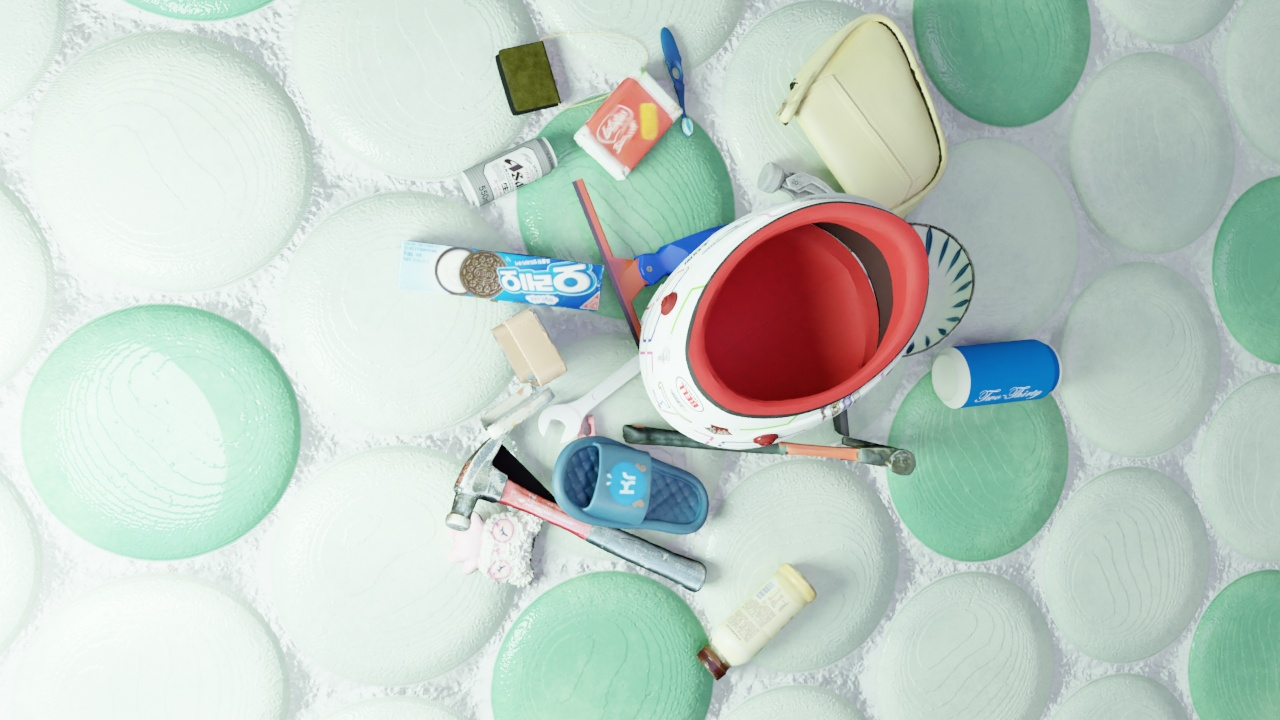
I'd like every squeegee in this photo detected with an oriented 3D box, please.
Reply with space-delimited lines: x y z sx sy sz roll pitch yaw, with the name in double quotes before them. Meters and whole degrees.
"squeegee" 0.050 -0.125 1.087 0.184 0.055 0.249 -24 97 -23

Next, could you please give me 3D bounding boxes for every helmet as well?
"helmet" 0.146 -0.041 0.987 0.314 0.236 0.231 -36 92 5

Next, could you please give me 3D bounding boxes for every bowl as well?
"bowl" 0.328 -0.076 1.133 0.071 0.177 0.177 32 82 -53

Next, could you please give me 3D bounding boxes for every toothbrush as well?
"toothbrush" 0.044 -0.334 1.098 0.021 0.016 0.132 -15 96 -17

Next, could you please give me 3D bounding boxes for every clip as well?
"clip" -0.069 0.093 1.082 0.037 0.022 0.058 -2 86 -10

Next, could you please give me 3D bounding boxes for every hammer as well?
"hammer" -0.059 0.186 1.066 0.326 0.036 0.140 28 60 -20
"hammer" 0.166 -0.074 1.130 0.126 0.036 0.315 18 88 -16
"hammer" 0.144 0.101 1.095 0.333 0.133 0.033 6 91 -6

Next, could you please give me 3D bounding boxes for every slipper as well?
"slipper" -0.004 0.144 1.058 0.213 0.059 0.103 17 62 -29

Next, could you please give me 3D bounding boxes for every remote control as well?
"remote control" 0.245 0.034 1.148 0.010 0.039 0.125 -10 95 -10

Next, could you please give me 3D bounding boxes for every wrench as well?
"wrench" -0.006 0.006 1.089 0.273 0.009 0.047 -38 84 -13

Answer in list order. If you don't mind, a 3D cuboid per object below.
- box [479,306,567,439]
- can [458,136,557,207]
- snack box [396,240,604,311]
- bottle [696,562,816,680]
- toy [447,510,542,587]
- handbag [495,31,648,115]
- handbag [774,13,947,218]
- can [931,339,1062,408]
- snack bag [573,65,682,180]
"box" -0.140 0.011 0.961 0.096 0.216 0.105 -25 95 -12
"can" -0.150 -0.214 1.039 0.106 0.044 0.044 -28 98 -12
"snack box" -0.157 -0.095 1.034 0.226 0.059 0.059 6 94 -15
"bottle" 0.140 0.321 1.122 0.162 0.056 0.056 -41 100 -9
"toy" -0.169 0.214 1.052 0.109 0.041 0.095 7 91 -9
"handbag" -0.075 -0.340 1.068 0.177 0.027 0.084 -19 98 -18
"handbag" 0.276 -0.283 1.121 0.190 0.088 0.233 -36 96 -8
"can" 0.456 0.016 1.179 0.146 0.079 0.079 -5 93 -14
"snack bag" -0.013 -0.276 1.072 0.077 0.036 0.115 43 82 -18
